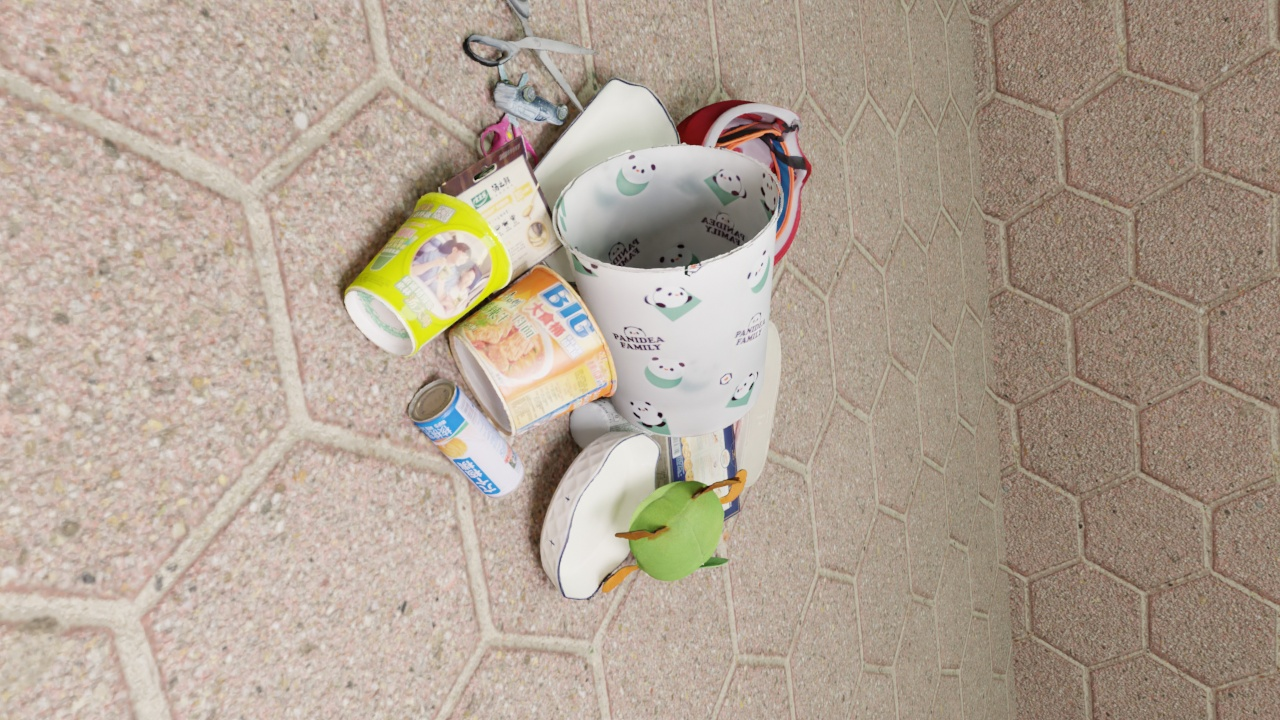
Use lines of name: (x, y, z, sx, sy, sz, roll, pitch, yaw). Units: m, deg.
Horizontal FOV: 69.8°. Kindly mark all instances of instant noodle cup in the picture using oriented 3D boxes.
instant noodle cup: (-0.197, -0.071, 0.827, 0.123, 0.112, 0.112, -52, 130, -33)
instant noodle cup: (-0.110, -0.002, 0.900, 0.111, 0.151, 0.151, -31, 119, -20)

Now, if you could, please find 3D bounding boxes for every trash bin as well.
trash bin: (0.040, -0.066, 0.993, 0.252, 0.230, 0.228, 81, 31, -42)

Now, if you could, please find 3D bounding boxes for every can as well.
can: (-0.021, 0.071, 1.120, 0.146, 0.058, 0.058, -9, 97, -56)
can: (-0.168, 0.080, 0.904, 0.134, 0.053, 0.053, 57, 45, -39)

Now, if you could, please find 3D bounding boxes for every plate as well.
plate: (-0.047, 0.170, 1.038, 0.204, 0.045, 0.205, -46, 150, -38)
plate: (-0.047, -0.206, 1.065, 0.162, 0.034, 0.265, 50, 61, -34)

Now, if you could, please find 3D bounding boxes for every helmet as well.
helmet: (0.116, -0.243, 1.250, 0.206, 0.144, 0.240, -34, 132, -19)

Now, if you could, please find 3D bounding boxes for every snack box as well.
snack box: (0.073, 0.147, 1.271, 0.182, 0.046, 0.178, -15, 101, -55)
snack box: (-0.146, -0.143, 0.919, 0.113, 0.053, 0.126, -41, 121, -32)

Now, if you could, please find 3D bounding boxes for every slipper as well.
slipper: (0.160, 0.063, 1.388, 0.113, 0.054, 0.275, -24, 123, -49)

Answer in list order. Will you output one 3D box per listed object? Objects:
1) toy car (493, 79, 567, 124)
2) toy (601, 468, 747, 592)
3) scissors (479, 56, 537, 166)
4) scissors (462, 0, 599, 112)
toy car: (-0.117, -0.271, 0.978, 0.090, 0.043, 0.034, 10, 100, -55)
toy: (0.044, 0.202, 1.088, 0.226, 0.090, 0.247, -33, 156, -12)
scissors: (-0.135, -0.257, 0.997, 0.118, 0.017, 0.133, 44, 50, -45)
scissors: (-0.116, -0.339, 0.987, 0.159, 0.014, 0.178, -46, 109, -34)
